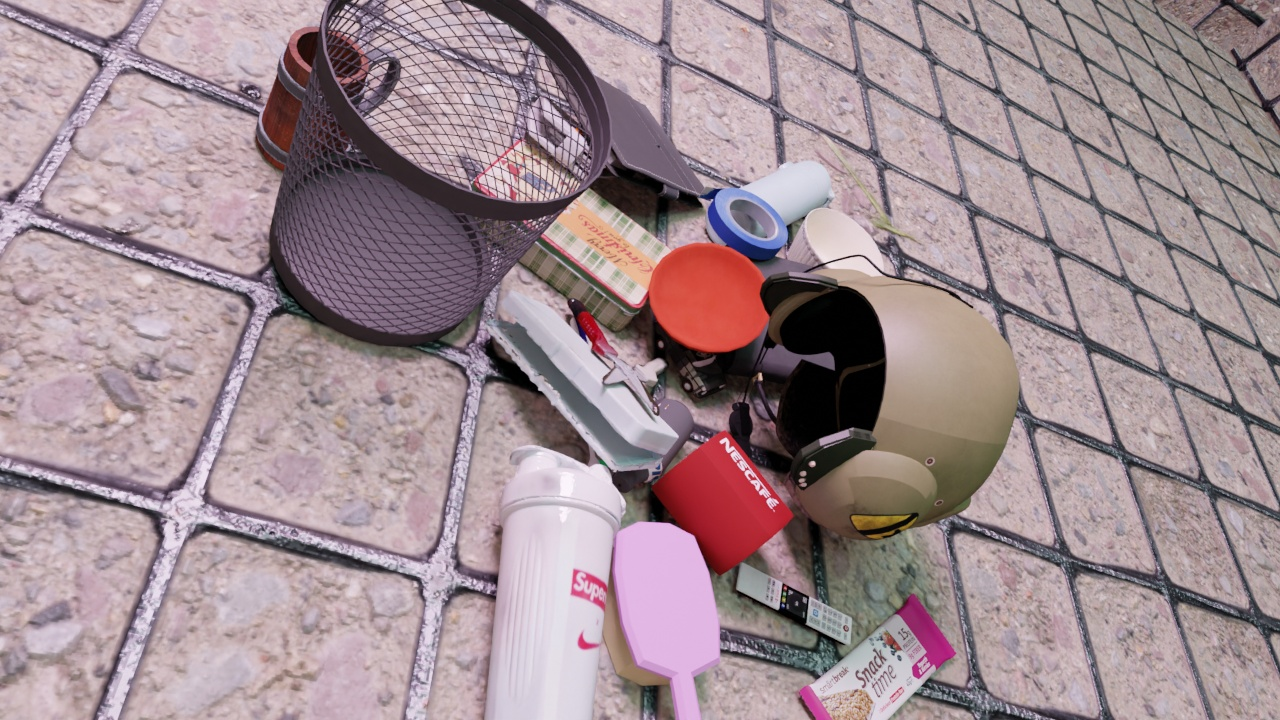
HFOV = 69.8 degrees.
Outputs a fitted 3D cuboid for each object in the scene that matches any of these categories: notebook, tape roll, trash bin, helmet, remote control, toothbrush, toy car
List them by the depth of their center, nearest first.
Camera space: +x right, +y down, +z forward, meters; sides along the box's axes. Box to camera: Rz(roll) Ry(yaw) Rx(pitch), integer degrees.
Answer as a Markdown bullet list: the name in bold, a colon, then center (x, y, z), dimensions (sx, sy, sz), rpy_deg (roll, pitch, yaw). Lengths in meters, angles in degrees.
- **trash bin**: center (-0.173, -0.147, 0.732), dimensions (0.217, 0.228, 0.217), rpy_deg (18, 53, -25)
- **helmet**: center (0.201, 0.048, 0.814), dimensions (0.232, 0.256, 0.249), rpy_deg (12, 53, -23)
- **remote control**: center (0.138, 0.221, 0.829), dimensions (0.124, 0.012, 0.028), rpy_deg (29, 46, -13)
- **toothbrush**: center (-0.048, 0.036, 0.840), dimensions (0.016, 0.015, 0.186), rpy_deg (14, 51, -32)
- **toy car**: center (0.051, -0.008, 0.923), dimensions (0.040, 0.037, 0.092), rpy_deg (-18, 69, -41)
- **tape roll**: center (0.115, -0.147, 0.984), dimensions (0.091, 0.016, 0.093), rpy_deg (0, 52, -34)
- **notebook**: center (-0.009, -0.247, 1.016), dimensions (0.208, 0.030, 0.169), rpy_deg (1, 55, -59)

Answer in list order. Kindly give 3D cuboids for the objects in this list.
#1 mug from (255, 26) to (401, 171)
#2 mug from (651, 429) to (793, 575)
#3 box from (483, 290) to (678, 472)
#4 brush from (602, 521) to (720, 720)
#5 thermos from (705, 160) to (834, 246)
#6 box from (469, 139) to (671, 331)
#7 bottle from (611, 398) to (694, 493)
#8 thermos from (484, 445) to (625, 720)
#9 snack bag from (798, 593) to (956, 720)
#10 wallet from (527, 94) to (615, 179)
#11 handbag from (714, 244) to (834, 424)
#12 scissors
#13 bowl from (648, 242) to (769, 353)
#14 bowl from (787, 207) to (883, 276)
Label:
- **mug**: center (-0.274, -0.232, 0.819), dimensions (0.117, 0.111, 0.081), rpy_deg (-25, 74, -43)
- **mug**: center (0.078, 0.122, 0.820), dimensions (0.096, 0.081, 0.116), rpy_deg (52, 23, 9)
- **box**: center (-0.050, 0.014, 0.790), dimensions (0.083, 0.067, 0.199), rpy_deg (-13, 47, -44)
- **brush**: center (0.022, 0.239, 0.716), dimensions (0.089, 0.043, 0.228), rpy_deg (9, 54, -29)
- **thermos**: center (0.161, -0.193, 1.115), dimensions (0.078, 0.065, 0.206), rpy_deg (44, 44, 15)
- **box**: center (-0.071, -0.129, 0.925), dimensions (0.205, 0.050, 0.117), rpy_deg (39, 46, -5)
- **bottle**: center (0.009, 0.078, 0.825), dimensions (0.047, 0.047, 0.112), rpy_deg (42, 44, 0)
- **thermos**: center (-0.065, 0.177, 0.677), dimensions (0.099, 0.100, 0.220), rpy_deg (19, 54, -22)
- **snack bag**: center (0.222, 0.283, 0.837), dimensions (0.196, 0.016, 0.070), rpy_deg (-20, 69, -41)
- **wallet**: center (-0.067, -0.227, 0.978), dimensions (0.115, 0.037, 0.118), rpy_deg (37, 17, -21)
- **handbag**: center (0.159, -0.007, 0.980), dimensions (0.175, 0.072, 0.195), rpy_deg (11, 58, -26)
- **scissors**: center (-0.012, -0.001, 0.835), dimensions (0.179, 0.015, 0.198), rpy_deg (21, 20, -51)
- **bowl**: center (0.066, -0.056, 0.909), dimensions (0.122, 0.035, 0.121), rpy_deg (4, 64, -8)
- **bowl**: center (0.228, -0.120, 1.108), dimensions (0.115, 0.063, 0.115), rpy_deg (18, 50, -22)
